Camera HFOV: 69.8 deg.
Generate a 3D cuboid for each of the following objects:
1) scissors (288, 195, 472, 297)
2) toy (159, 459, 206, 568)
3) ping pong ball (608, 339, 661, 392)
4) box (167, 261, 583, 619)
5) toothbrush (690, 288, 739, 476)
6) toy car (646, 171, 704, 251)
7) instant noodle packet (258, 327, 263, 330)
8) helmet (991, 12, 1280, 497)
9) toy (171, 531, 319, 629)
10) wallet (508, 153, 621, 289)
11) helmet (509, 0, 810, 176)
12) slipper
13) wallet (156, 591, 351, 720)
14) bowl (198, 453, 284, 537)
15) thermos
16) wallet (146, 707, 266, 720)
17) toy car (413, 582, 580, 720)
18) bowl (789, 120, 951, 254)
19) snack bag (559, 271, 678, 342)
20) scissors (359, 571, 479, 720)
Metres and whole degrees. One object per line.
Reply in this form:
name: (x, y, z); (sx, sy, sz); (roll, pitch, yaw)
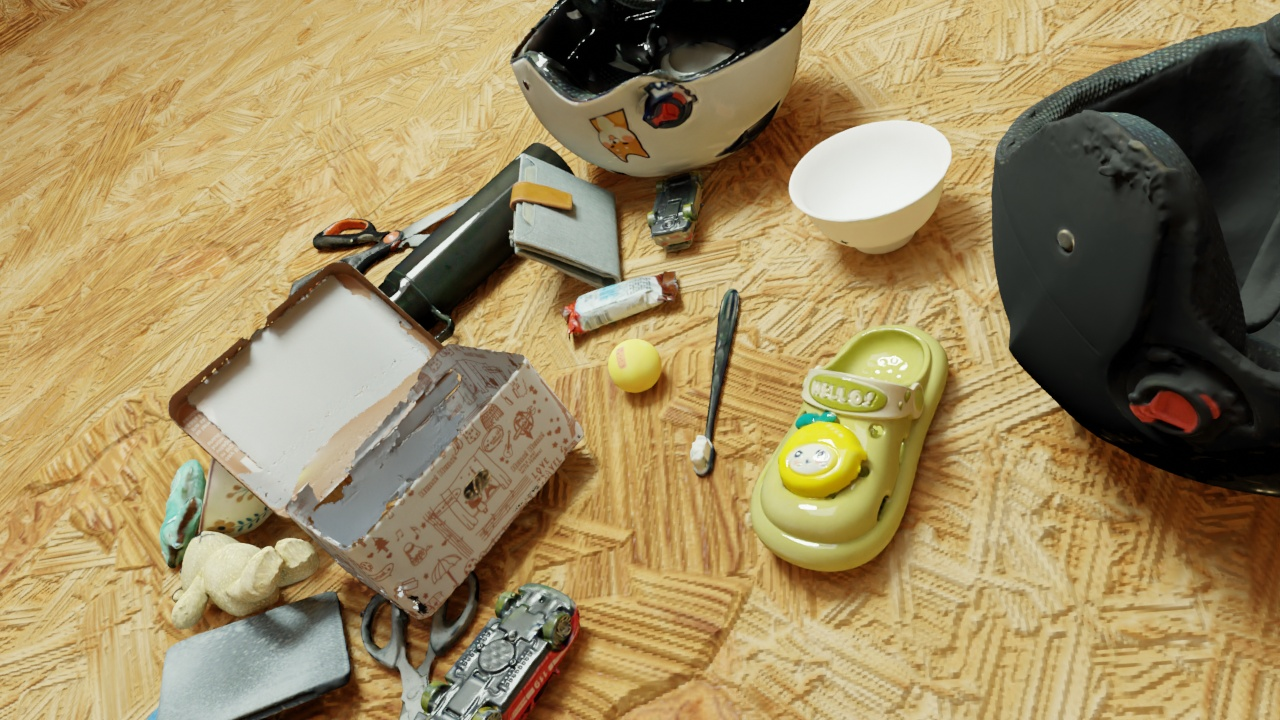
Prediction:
scissors: (-0.287, -0.128, 0.992); (0.220, 0.022, 0.225); (-41, 42, -14)
toy: (-0.380, 0.124, 0.766); (0.097, 0.030, 0.091); (-47, 40, 38)
ping pong ball: (-0.004, 0.004, 0.687); (0.040, 0.040, 0.040); (-15, 42, 14)
box: (-0.190, 0.051, 0.670); (0.273, 0.130, 0.178); (27, 62, 28)
toothbrush: (0.056, 0.008, 0.671); (0.016, 0.018, 0.180); (-9, 43, 25)
toy car: (0.034, -0.135, 0.813); (0.042, 0.035, 0.090); (-7, 44, 20)
instant noodle packet: (-0.319, -0.006, 0.871); (0.128, 0.044, 0.110); (-16, 46, 13)
helmet: (0.300, -0.046, 0.432); (0.233, 0.230, 0.274); (-28, 48, -10)
toy: (-0.284, 0.150, 0.654); (0.158, 0.066, 0.104); (-15, 12, 45)
wallet: (-0.066, -0.128, 0.816); (0.037, 0.106, 0.129); (-51, 28, 35)
helmet: (0.024, -0.257, 0.854); (0.274, 0.157, 0.229); (3, 46, 17)
slipper: (0.124, 0.034, 0.558); (0.092, 0.082, 0.190); (8, 49, 37)
wallet: (-0.254, 0.203, 0.605); (0.120, 0.019, 0.097); (-19, 27, -15)
bowl: (-0.313, 0.088, 0.739); (0.062, 0.114, 0.113); (9, 35, -22)
thermos: (-0.154, -0.100, 0.866); (0.090, 0.068, 0.242); (34, 70, 21)
wallet: (-0.307, 0.269, 0.587); (0.106, 0.040, 0.132); (14, 56, 44)
toy car: (-0.082, 0.186, 0.540); (0.053, 0.045, 0.120); (14, 49, 35)
bowl: (0.178, -0.121, 0.697); (0.118, 0.065, 0.118); (-15, 43, 14)
snack bag: (-0.019, -0.048, 0.760); (0.105, 0.026, 0.045); (-19, 32, 9)
scissors: (-0.140, 0.203, 0.579); (0.163, 0.014, 0.165); (20, 60, 42)
